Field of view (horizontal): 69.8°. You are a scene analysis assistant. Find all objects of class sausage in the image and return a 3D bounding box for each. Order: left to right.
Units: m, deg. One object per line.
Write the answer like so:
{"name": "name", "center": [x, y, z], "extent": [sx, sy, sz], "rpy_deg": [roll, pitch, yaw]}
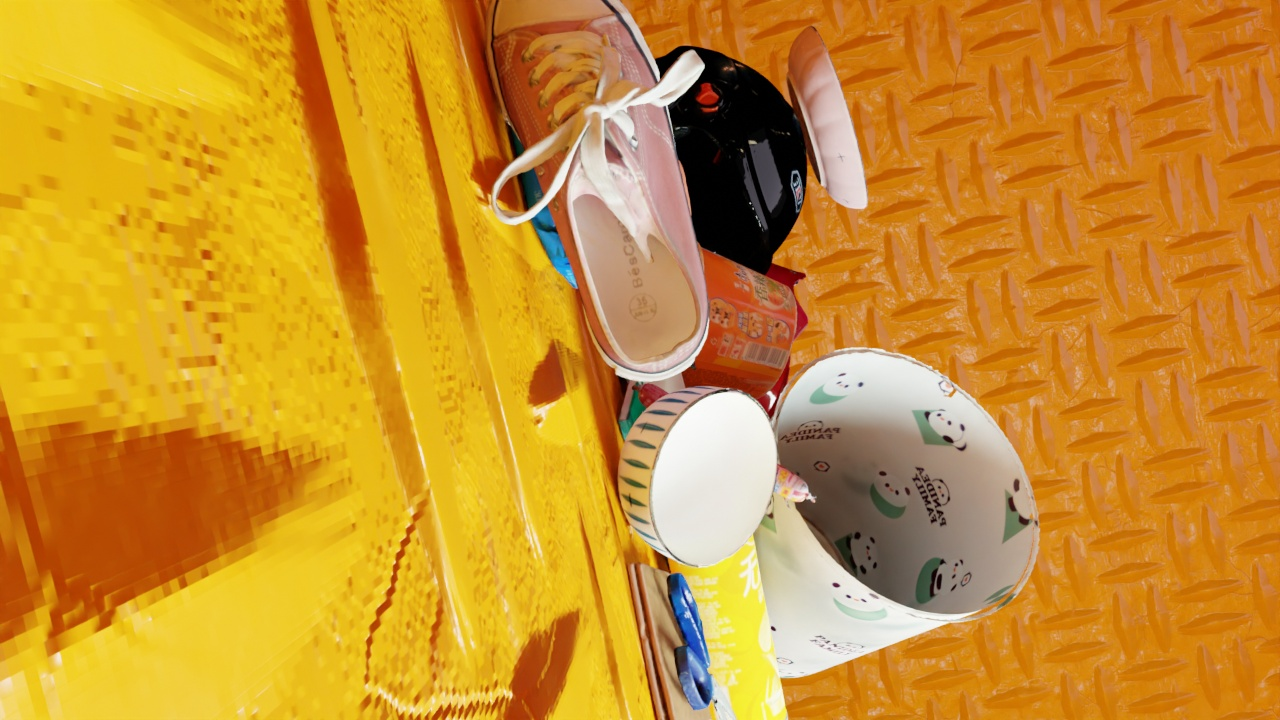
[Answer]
{"name": "sausage", "center": [0.058, 0.059, 0.660], "extent": [0.156, 0.020, 0.020], "rpy_deg": [32, -8, 15]}

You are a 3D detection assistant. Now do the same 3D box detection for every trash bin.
{"name": "trash bin", "center": [0.166, 0.151, 0.799], "extent": [0.253, 0.229, 0.229], "rpy_deg": [121, -35, -52]}

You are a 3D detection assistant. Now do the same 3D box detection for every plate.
{"name": "plate", "center": [0.187, -0.245, 0.951], "extent": [0.192, 0.039, 0.192], "rpy_deg": [-17, 89, -81]}

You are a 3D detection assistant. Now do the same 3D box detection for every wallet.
{"name": "wallet", "center": [0.018, 0.183, 0.586], "extent": [0.115, 0.020, 0.101], "rpy_deg": [55, 20, -69]}

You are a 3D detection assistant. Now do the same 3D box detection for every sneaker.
{"name": "sneaker", "center": [-0.021, -0.109, 0.456], "extent": [0.088, 0.118, 0.241], "rpy_deg": [93, -19, -77]}

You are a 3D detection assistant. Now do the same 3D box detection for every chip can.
{"name": "chip can", "center": [0.060, 0.178, 0.699], "extent": [0.072, 0.072, 0.213], "rpy_deg": [-59, 138, -83]}

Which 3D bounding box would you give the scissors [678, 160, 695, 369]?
{"name": "scissors", "center": [0.020, -0.099, 0.729], "extent": [0.224, 0.015, 0.189], "rpy_deg": [100, -27, -70]}

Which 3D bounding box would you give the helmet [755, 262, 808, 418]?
{"name": "helmet", "center": [0.085, -0.022, 1.082], "extent": [0.208, 0.144, 0.239], "rpy_deg": [-47, -156, 44]}

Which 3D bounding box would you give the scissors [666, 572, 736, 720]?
{"name": "scissors", "center": [0.044, 0.204, 0.609], "extent": [0.170, 0.012, 0.144], "rpy_deg": [50, 26, -71]}

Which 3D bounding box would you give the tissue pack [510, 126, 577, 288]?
{"name": "tissue pack", "center": [-0.041, -0.118, 0.552], "extent": [0.095, 0.052, 0.157], "rpy_deg": [52, 25, -77]}

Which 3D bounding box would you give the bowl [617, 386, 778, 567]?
{"name": "bowl", "center": [0.029, 0.072, 0.609], "extent": [0.066, 0.116, 0.116], "rpy_deg": [11, -56, 49]}

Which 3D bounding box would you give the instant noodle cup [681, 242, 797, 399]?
{"name": "instant noodle cup", "center": [0.076, -0.031, 0.898], "extent": [0.151, 0.111, 0.151], "rpy_deg": [-166, -89, -74]}

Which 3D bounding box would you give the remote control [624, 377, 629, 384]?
{"name": "remote control", "center": [-0.005, 0.005, 0.788], "extent": [0.136, 0.020, 0.055], "rpy_deg": [65, 12, -54]}

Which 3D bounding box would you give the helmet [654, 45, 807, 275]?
{"name": "helmet", "center": [0.065, -0.206, 0.973], "extent": [0.275, 0.229, 0.234], "rpy_deg": [33, -21, 32]}

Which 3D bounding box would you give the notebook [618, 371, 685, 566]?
{"name": "notebook", "center": [0.024, 0.076, 0.781], "extent": [0.150, 0.012, 0.209], "rpy_deg": [-74, 154, -49]}
